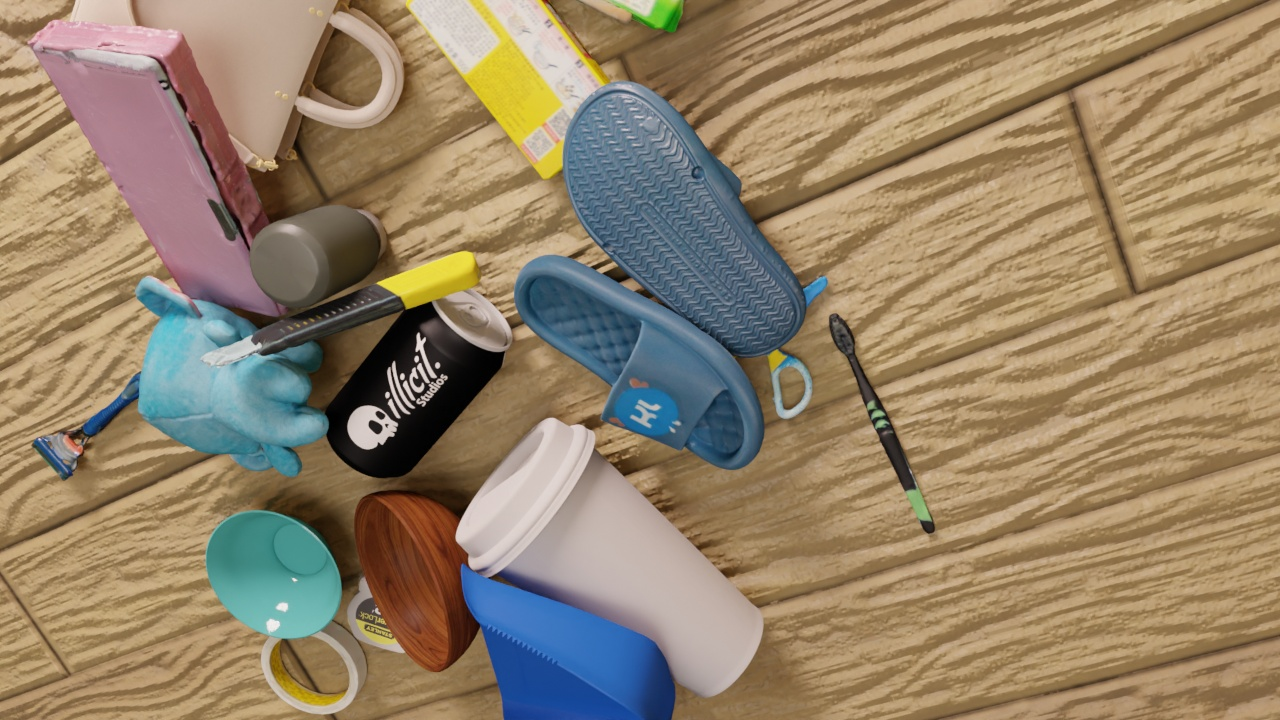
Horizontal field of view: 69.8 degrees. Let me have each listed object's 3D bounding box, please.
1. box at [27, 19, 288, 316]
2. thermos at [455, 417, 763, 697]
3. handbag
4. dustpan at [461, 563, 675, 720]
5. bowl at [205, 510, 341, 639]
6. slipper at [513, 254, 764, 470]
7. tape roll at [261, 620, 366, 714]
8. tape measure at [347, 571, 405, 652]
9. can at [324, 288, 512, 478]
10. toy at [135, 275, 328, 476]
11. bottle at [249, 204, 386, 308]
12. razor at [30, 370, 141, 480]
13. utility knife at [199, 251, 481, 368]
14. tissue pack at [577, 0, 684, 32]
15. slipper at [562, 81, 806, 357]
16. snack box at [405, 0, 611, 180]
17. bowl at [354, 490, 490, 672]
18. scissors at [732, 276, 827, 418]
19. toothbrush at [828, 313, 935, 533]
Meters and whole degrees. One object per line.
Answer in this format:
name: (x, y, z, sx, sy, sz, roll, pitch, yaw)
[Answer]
box: (-0.314, -0.118, 0.628, 0.098, 0.041, 0.233, 8, 143, 5)
thermos: (-0.016, 0.154, 0.686, 0.222, 0.131, 0.132, 40, 111, -12)
handbag: (-0.258, -0.223, 0.622, 0.198, 0.101, 0.195, 28, 112, -12)
dustpan: (-0.002, 0.256, 0.667, 0.258, 0.059, 0.246, 11, 140, 9)
bowl: (-0.301, 0.172, 0.780, 0.121, 0.046, 0.121, 3, 109, 10)
slipper: (-0.004, 0.004, 0.646, 0.214, 0.059, 0.104, 37, 138, 3)
tape roll: (-0.295, 0.276, 0.830, 0.094, 0.019, 0.094, 4, 109, 10)
tape measure: (-0.222, 0.219, 0.798, 0.064, 0.016, 0.065, 18, 111, 4)
can: (-0.166, 0.016, 0.684, 0.080, 0.080, 0.146, 42, 111, -5)
toy: (-0.297, 0.013, 0.695, 0.181, 0.114, 0.183, 4, 123, 31)
bottle: (-0.222, -0.077, 0.647, 0.060, 0.108, 0.060, 3, 109, 9)
razor: (-0.461, 0.051, 0.786, 0.141, 0.018, 0.044, -34, 99, 16)
utility knife: (-0.204, -0.031, 0.624, 0.197, 0.028, 0.020, -20, 132, -5)
tissue pack: (-0.012, -0.272, 0.581, 0.114, 0.034, 0.100, 27, 109, 1)
slipper: (0.029, -0.090, 0.623, 0.104, 0.059, 0.214, -33, 106, 29)
snack box: (-0.081, -0.205, 0.622, 0.075, 0.025, 0.152, -36, 99, 20)
bowl: (-0.162, 0.164, 0.730, 0.147, 0.068, 0.147, 26, 126, 42)
scissors: (0.091, -0.011, 0.660, 0.125, 0.016, 0.126, 44, 110, -5)
toothbrush: (0.177, 0.050, 0.665, 0.014, 0.017, 0.188, -24, 104, 15)
